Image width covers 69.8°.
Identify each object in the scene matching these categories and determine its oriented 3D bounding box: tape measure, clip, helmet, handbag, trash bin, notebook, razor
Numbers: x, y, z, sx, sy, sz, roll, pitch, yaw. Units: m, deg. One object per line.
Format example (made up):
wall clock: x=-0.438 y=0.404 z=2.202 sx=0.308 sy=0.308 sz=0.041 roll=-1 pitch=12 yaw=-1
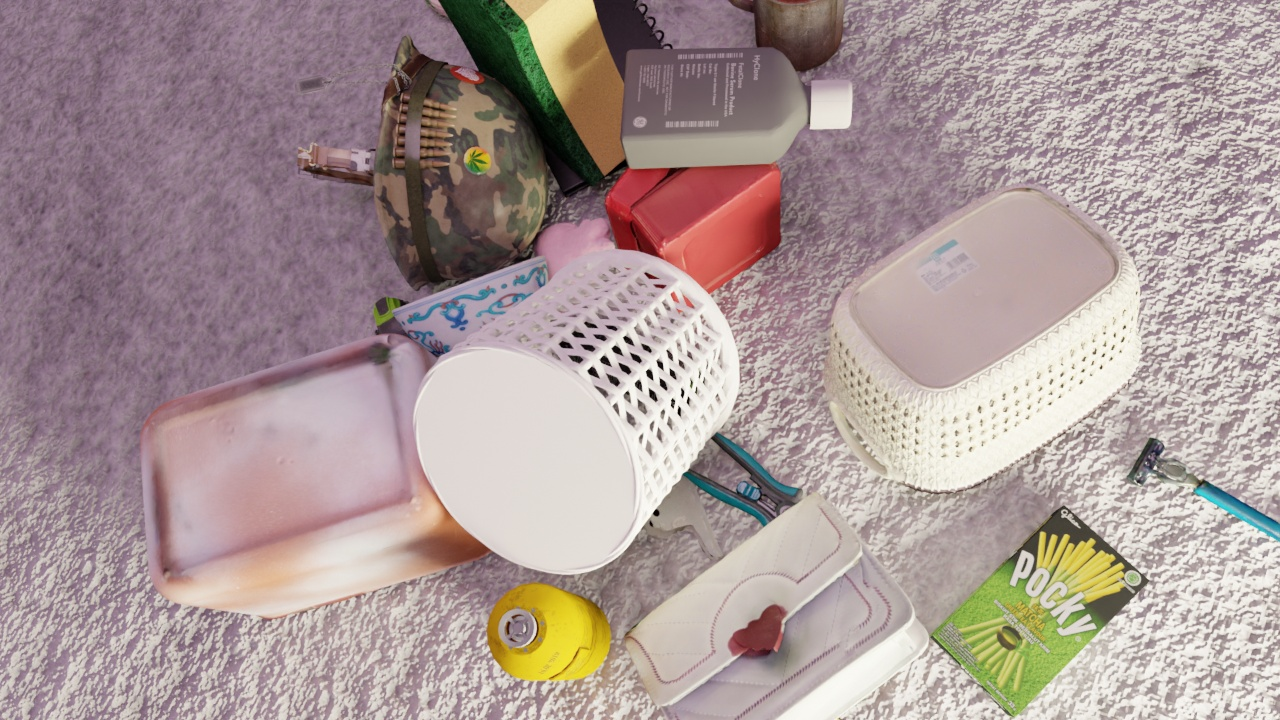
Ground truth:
tape measure: x=-0.228 y=-0.027 z=0.868 sx=0.036 sy=0.058 sz=0.065 roll=-30 pitch=70 yaw=3
clip: x=0.029 y=0.129 z=0.786 sx=0.054 sy=0.040 sz=0.101 roll=-18 pitch=68 yaw=-10
helmet: x=-0.207 y=-0.180 z=0.844 sx=0.236 sy=0.192 sz=0.224 roll=-14 pitch=97 yaw=-5
handbag: x=0.099 y=0.206 z=0.700 sx=0.198 sy=0.096 sz=0.142 roll=-39 pitch=52 yaw=2
trash bin: x=-0.266 y=0.100 z=0.780 sx=0.260 sy=0.157 sz=0.181 roll=-16 pitch=70 yaw=4
notebook: x=-0.051 y=-0.299 z=0.951 sx=0.169 sy=0.019 sz=0.231 roll=-28 pitch=69 yaw=1
razor: x=0.461 y=0.113 z=0.719 sx=0.144 sy=0.022 sz=0.042 roll=32 pitch=81 yaw=18

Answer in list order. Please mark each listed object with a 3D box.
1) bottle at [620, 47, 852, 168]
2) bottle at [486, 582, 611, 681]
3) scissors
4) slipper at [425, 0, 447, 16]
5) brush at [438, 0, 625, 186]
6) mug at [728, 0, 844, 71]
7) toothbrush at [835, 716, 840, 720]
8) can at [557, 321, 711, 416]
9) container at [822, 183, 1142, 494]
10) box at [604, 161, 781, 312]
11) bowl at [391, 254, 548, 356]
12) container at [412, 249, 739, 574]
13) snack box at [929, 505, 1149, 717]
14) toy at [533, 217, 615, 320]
bottle: x=0.075 y=-0.197 z=0.714 sx=0.174 sy=0.046 sz=0.083 roll=1 pitch=72 yaw=9
bottle: x=-0.071 y=0.210 z=0.703 sx=0.071 sy=0.164 sz=0.071 roll=-3 pitch=71 yaw=9
scissors: x=0.098 y=0.116 z=0.782 sx=0.151 sy=0.019 sz=0.130 roll=-10 pitch=75 yaw=2
slipper: x=-0.130 y=-0.450 z=0.992 sx=0.239 sy=0.064 sz=0.094 roll=-27 pitch=69 yaw=-1
brush: x=-0.102 y=-0.291 z=0.815 sx=0.075 sy=0.250 sz=0.195 roll=-41 pitch=66 yaw=-3
mug: x=0.137 y=-0.349 z=0.888 sx=0.123 sy=0.110 sz=0.096 roll=16 pitch=70 yaw=15
toothbrush: x=0.150 y=0.255 z=0.722 sx=0.031 sy=0.031 sz=0.196 roll=26 pitch=69 yaw=-28
can: x=-0.005 y=0.005 z=0.820 sx=0.138 sy=0.054 sz=0.054 roll=22 pitch=76 yaw=16
container: x=0.269 y=-0.023 z=0.734 sx=0.251 sy=0.143 sz=0.184 roll=-33 pitch=55 yaw=-2
box: x=0.050 y=-0.123 z=0.802 sx=0.117 sy=0.157 sz=0.135 roll=39 pitch=83 yaw=14
bowl: x=-0.141 y=-0.036 z=0.826 sx=0.144 sy=0.144 sz=0.074 roll=-20 pitch=98 yaw=3
container: x=-0.043 y=0.033 z=0.703 sx=0.189 sy=0.190 sz=0.186 roll=22 pitch=33 yaw=16
snack box: x=0.309 y=0.194 z=0.716 sx=0.147 sy=0.025 sz=0.080 roll=-42 pitch=70 yaw=-6
toy: x=-0.060 y=-0.096 z=0.859 sx=0.096 sy=0.052 sz=0.099 roll=-31 pitch=63 yaw=34
